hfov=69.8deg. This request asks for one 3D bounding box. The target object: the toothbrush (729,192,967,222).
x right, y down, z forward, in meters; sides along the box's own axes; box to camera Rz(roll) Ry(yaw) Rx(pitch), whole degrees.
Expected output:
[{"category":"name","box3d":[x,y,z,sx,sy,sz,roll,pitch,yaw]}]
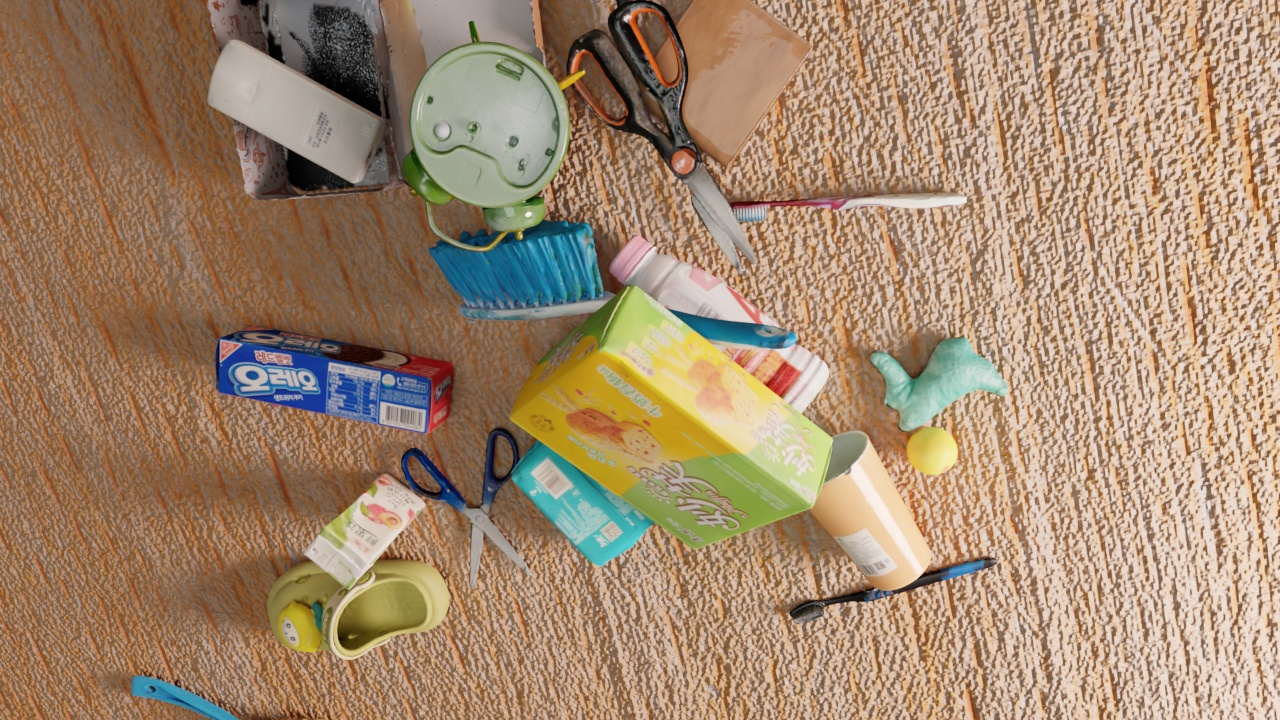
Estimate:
[{"category":"toothbrush","box3d":[0.165,-0.124,0.740,0.188,0.016,0.017,-1,113,11]}]

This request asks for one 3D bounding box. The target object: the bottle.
[{"category":"bottle","box3d":[0.061,-0.028,0.761,0.197,0.068,0.068,39,108,3]}]

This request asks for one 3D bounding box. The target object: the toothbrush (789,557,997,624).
[{"category":"toothbrush","box3d":[0.225,0.206,0.822,0.190,0.016,0.014,-19,109,14]}]

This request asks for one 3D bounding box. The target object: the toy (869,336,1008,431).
[{"category":"toy","box3d":[0.239,0.017,0.759,0.092,0.030,0.096,-43,89,16]}]

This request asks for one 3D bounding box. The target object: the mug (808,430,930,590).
[{"category":"mug","box3d":[0.190,0.131,0.778,0.078,0.078,0.123,-32,102,17]}]

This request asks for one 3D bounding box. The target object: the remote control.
[{"category":"remote control","box3d":[-0.268,-0.194,0.714,0.135,0.019,0.056,28,108,-1]}]

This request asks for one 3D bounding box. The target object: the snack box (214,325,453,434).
[{"category":"snack box","box3d":[-0.280,0.016,0.838,0.207,0.058,0.057,10,107,7]}]

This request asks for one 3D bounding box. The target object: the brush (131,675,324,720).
[{"category":"brush","box3d":[-0.433,0.391,0.985,0.255,0.045,0.083,18,112,9]}]

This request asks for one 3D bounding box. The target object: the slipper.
[{"category":"slipper","box3d":[-0.284,0.242,0.892,0.191,0.081,0.091,-9,101,10]}]

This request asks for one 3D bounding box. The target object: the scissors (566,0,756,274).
[{"category":"scissors","box3d":[0.038,-0.177,0.722,0.235,0.021,0.149,37,113,1]}]

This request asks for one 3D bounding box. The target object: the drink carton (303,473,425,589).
[{"category":"drink carton","box3d":[-0.250,0.154,0.837,0.053,0.122,0.046,40,109,-3]}]

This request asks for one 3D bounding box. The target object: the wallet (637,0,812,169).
[{"category":"wallet","box3d":[0.064,-0.228,0.729,0.101,0.020,0.115,37,105,0]}]

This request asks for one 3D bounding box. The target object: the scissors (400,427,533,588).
[{"category":"scissors","box3d":[-0.158,0.136,0.871,0.174,0.012,0.162,31,106,-1]}]

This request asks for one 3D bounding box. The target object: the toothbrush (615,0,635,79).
[{"category":"toothbrush","box3d":[-0.021,-0.328,0.712,0.027,0.026,0.213,-5,105,3]}]

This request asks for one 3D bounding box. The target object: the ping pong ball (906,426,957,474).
[{"category":"ping pong ball","box3d":[0.244,0.076,0.768,0.040,0.040,0.040,3,106,9]}]

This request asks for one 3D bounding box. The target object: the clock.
[{"category":"clock","box3d":[-0.114,-0.160,0.690,0.116,0.056,0.161,23,105,-1]}]

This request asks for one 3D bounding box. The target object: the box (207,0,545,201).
[{"category":"box","box3d":[-0.200,-0.226,0.742,0.260,0.082,0.177,-3,105,11]}]

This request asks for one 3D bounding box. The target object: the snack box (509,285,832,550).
[{"category":"snack box","box3d":[0.022,0.054,0.730,0.210,0.069,0.158,38,142,-14]}]

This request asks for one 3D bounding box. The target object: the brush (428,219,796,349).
[{"category":"brush","box3d":[-0.031,-0.059,0.735,0.315,0.060,0.109,-1,114,32]}]

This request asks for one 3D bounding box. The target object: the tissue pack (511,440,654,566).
[{"category":"tissue pack","box3d":[-0.041,0.113,0.825,0.093,0.050,0.133,-41,95,16]}]
